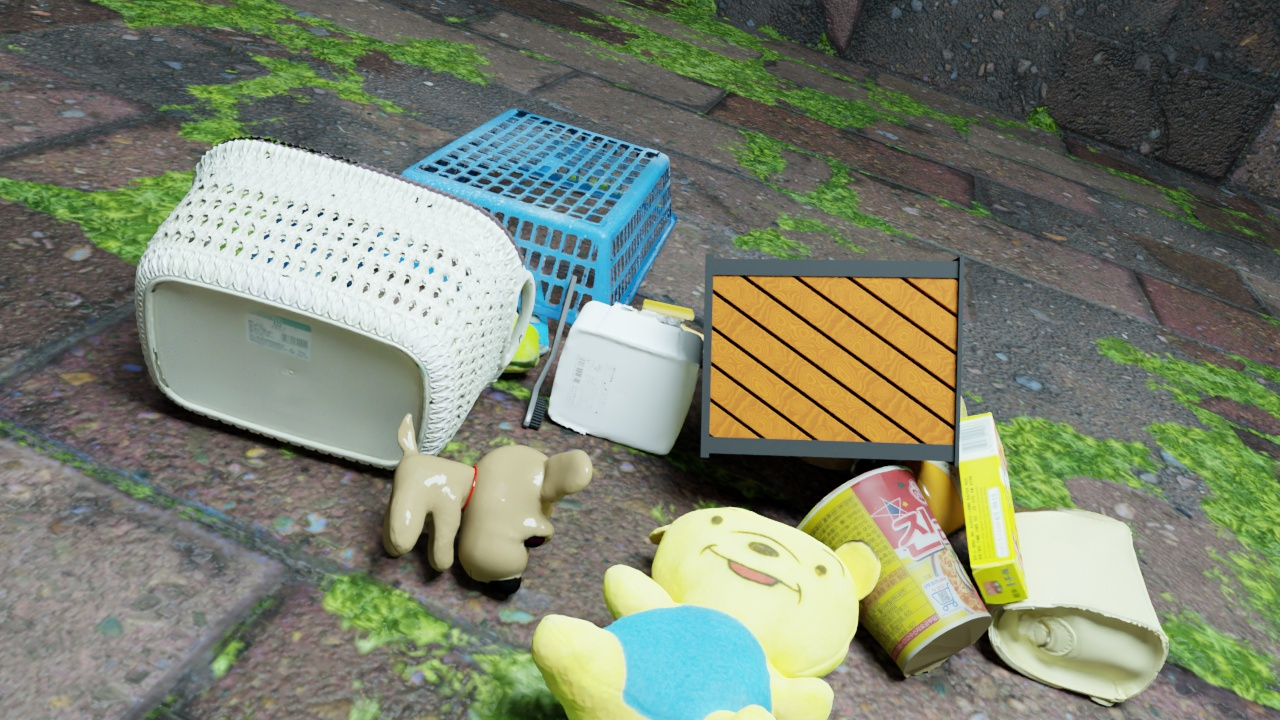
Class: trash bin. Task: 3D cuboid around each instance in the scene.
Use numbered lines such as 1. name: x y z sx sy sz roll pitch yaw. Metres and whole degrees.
1. trash bin: 0.136 -0.001 0.689 0.172 0.139 0.139 1 0 7

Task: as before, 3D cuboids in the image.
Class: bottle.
1. bottle: 0.249 0.102 0.744 0.156 0.068 0.068 -14 43 -42

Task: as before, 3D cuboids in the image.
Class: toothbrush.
1. toothbrush: -0.073 -0.011 0.766 0.013 0.013 0.167 19 50 -10

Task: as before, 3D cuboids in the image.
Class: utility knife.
1. utility knife: -0.105 -0.052 0.868 0.031 0.015 0.174 11 30 -18

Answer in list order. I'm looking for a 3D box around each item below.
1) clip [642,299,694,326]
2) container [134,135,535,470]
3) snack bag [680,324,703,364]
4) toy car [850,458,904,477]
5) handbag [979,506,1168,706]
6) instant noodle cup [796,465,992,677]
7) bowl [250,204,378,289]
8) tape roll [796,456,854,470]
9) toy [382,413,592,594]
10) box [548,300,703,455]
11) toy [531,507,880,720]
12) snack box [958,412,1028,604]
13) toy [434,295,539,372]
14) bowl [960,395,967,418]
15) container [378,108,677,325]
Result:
1. clip: 0.025 -0.036 0.897 0.054 0.047 0.046 13 6 -10
2. container: -0.210 -0.033 0.627 0.251 0.185 0.143 17 39 -3
3. snack bag: 0.043 -0.018 0.866 0.099 0.026 0.020 24 65 -1
4. toy car: 0.227 0.076 0.794 0.112 0.049 0.040 -2 36 -30
5. handbag: 0.300 0.167 0.659 0.111 0.081 0.119 13 31 7
6. instant noodle cup: 0.175 0.144 0.619 0.100 0.101 0.112 -4 44 -32
7. bowl: -0.265 -0.085 0.777 0.114 0.061 0.114 -10 58 16
8. tape roll: 0.160 0.056 0.812 0.094 0.027 0.093 13 31 -8
9. toy: -0.100 0.089 0.567 0.108 0.134 0.105 7 74 -18
10. box: -0.008 0.002 0.742 0.107 0.103 0.095 17 29 -1
11. toy: 0.045 0.158 0.534 0.149 0.084 0.213 27 30 16
12. snack box: 0.247 0.100 0.651 0.029 0.040 0.147 -15 33 24
13. toy: -0.135 -0.025 0.780 0.092 0.043 0.117 -4 32 -25
14. bowl: 0.255 0.023 0.880 0.145 0.063 0.145 13 30 -8
15. container: -0.101 -0.172 0.975 0.257 0.089 0.361 18 28 4
